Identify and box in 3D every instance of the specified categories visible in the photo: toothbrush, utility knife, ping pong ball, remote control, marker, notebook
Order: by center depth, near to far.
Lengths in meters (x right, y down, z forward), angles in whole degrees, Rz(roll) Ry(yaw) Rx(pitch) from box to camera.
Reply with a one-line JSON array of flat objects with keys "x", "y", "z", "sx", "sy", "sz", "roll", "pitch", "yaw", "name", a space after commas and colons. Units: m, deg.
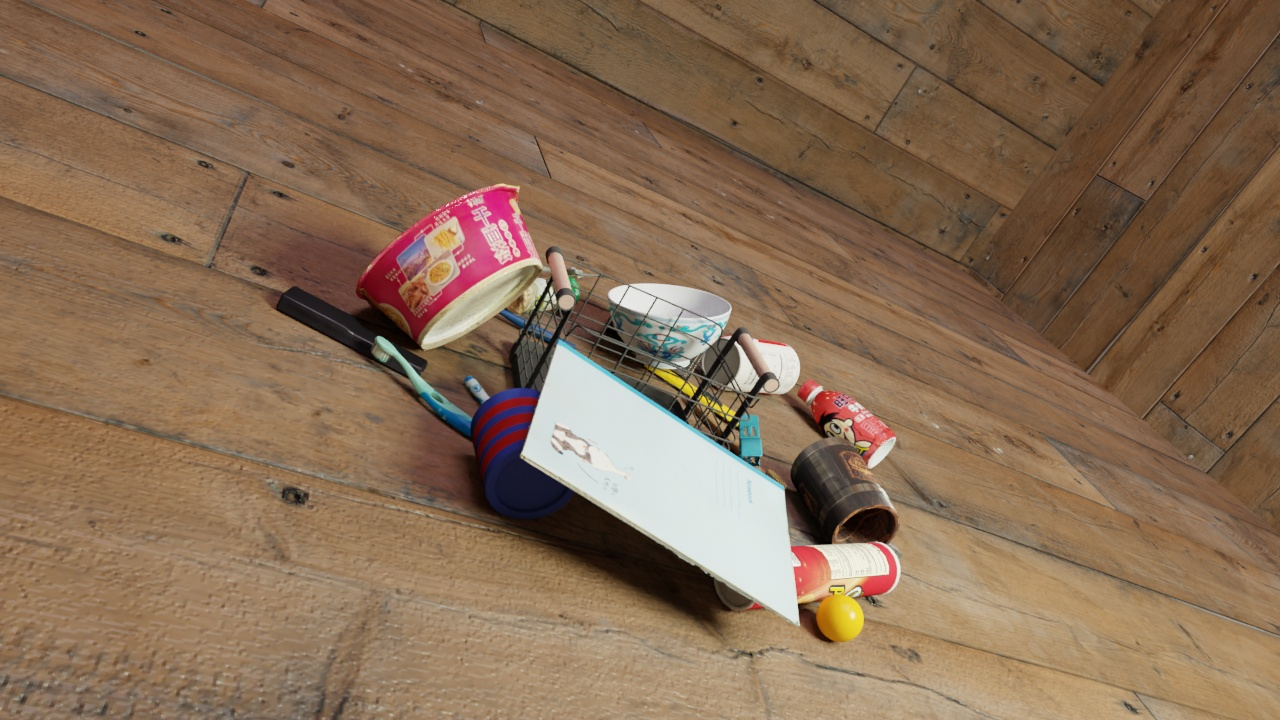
[{"x": 0.024, "y": 0.092, "z": 0.747, "sx": 0.253, "sy": 0.009, "sz": 0.180, "roll": 33, "pitch": 25, "yaw": -13, "name": "notebook"}, {"x": -0.182, "y": 0.028, "z": 0.791, "sx": 0.135, "sy": 0.017, "sz": 0.022, "roll": 41, "pitch": 21, "yaw": 6, "name": "toothbrush"}, {"x": 0.173, "y": 0.223, "z": 0.795, "sx": 0.040, "sy": 0.040, "sz": 0.040, "roll": 26, "pitch": 22, "yaw": -12, "name": "ping pong ball"}, {"x": -0.119, "y": 0.059, "z": 0.814, "sx": 0.013, "sy": 0.013, "sz": 0.142, "roll": 4, "pitch": 34, "yaw": -49, "name": "marker"}, {"x": -0.254, "y": -0.025, "z": 0.816, "sx": 0.136, "sy": 0.015, "sz": 0.032, "roll": 28, "pitch": 22, "yaw": -6, "name": "remote control"}, {"x": -0.146, "y": -0.048, "z": 1.009, "sx": 0.167, "sy": 0.014, "sz": 0.014, "roll": 28, "pitch": 10, "yaw": -15, "name": "toothbrush"}, {"x": 0.106, "y": 0.093, "z": 1.030, "sx": 0.016, "sy": 0.016, "sz": 0.167, "roll": 3, "pitch": 34, "yaw": -46, "name": "toothbrush"}, {"x": 0.058, "y": 0.035, "z": 1.099, "sx": 0.165, "sy": 0.017, "sz": 0.030, "roll": 30, "pitch": 12, "yaw": 7, "name": "utility knife"}]

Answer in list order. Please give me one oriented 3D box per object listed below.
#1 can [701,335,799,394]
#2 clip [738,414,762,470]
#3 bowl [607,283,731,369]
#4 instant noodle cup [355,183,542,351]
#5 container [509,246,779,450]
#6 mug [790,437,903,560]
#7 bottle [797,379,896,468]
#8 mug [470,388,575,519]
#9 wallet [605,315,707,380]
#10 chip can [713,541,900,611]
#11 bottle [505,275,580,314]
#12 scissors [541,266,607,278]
[{"x": 0.145, "y": 0.007, "z": 1.193, "sx": 0.132, "sy": 0.070, "sz": 0.070, "roll": 6, "pitch": 32, "yaw": -47, "name": "can"}, {"x": 0.114, "y": 0.118, "z": 0.953, "sx": 0.031, "sy": 0.121, "sz": 0.130, "roll": -3, "pitch": -1, "yaw": 6, "name": "clip"}, {"x": 0.030, "y": -0.035, "z": 1.075, "sx": 0.144, "sy": 0.074, "sz": 0.143, "roll": 5, "pitch": 19, "yaw": -2, "name": "bowl"}, {"x": -0.168, "y": -0.079, "z": 0.860, "sx": 0.077, "sy": 0.179, "sz": 0.178, "roll": 55, "pitch": 25, "yaw": 4, "name": "instant noodle cup"}, {"x": -0.005, "y": 0.005, "z": 0.917, "sx": 0.241, "sy": 0.130, "sz": 0.162, "roll": 21, "pitch": 23, "yaw": -23, "name": "container"}, {"x": 0.228, "y": 0.155, "z": 0.980, "sx": 0.115, "sy": 0.080, "sz": 0.107, "roll": 38, "pitch": 16, "yaw": -32, "name": "mug"}, {"x": 0.267, "y": 0.078, "z": 1.211, "sx": 0.137, "sy": 0.062, "sz": 0.061, "roll": 41, "pitch": 24, "yaw": 28, "name": "bottle"}, {"x": -0.076, "y": 0.077, "z": 0.738, "sx": 0.111, "sy": 0.075, "sz": 0.076, "roll": 13, "pitch": 27, "yaw": -27, "name": "mug"}, {"x": 0.024, "y": -0.035, "z": 1.138, "sx": 0.123, "sy": 0.072, "sz": 0.019, "roll": 32, "pitch": -18, "yaw": 6, "name": "wallet"}, {"x": 0.155, "y": 0.192, "z": 0.826, "sx": 0.214, "sy": 0.052, "sz": 0.052, "roll": 9, "pitch": 30, "yaw": -43, "name": "chip can"}, {"x": -0.116, "y": -0.078, "z": 1.077, "sx": 0.043, "sy": 0.043, "sz": 0.110, "roll": 39, "pitch": 23, "yaw": 20, "name": "bottle"}, {"x": -0.084, "y": -0.113, "z": 1.178, "sx": 0.141, "sy": 0.014, "sz": 0.162, "roll": 3, "pitch": 5, "yaw": -28, "name": "scissors"}]
